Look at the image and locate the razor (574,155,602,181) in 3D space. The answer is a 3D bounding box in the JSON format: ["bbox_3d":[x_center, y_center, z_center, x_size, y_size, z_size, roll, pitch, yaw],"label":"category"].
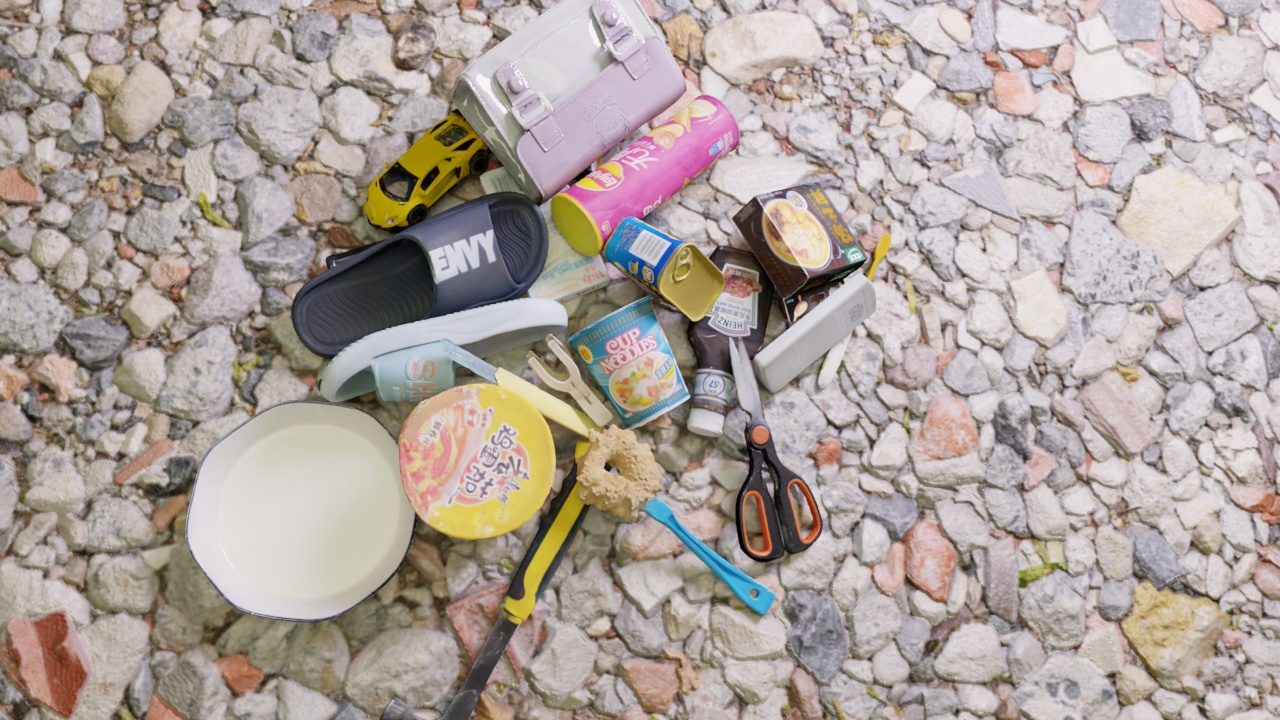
[{"bbox_3d":[-0.061,-0.270,0.986,0.067,0.062,0.167,-1,82,-39],"label":"razor"}]

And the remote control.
[{"bbox_3d":[0.181,-0.029,0.947,0.150,0.058,0.021,-39,52,-6],"label":"remote control"}]

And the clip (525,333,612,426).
[{"bbox_3d":[-0.068,0.021,0.896,0.035,0.071,0.100,-39,116,3],"label":"clip"}]

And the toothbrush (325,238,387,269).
[{"bbox_3d":[-0.211,-0.124,0.930,0.212,0.026,0.027,-17,87,-4],"label":"toothbrush"}]

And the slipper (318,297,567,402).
[{"bbox_3d":[-0.182,0.001,0.883,0.245,0.104,0.074,-17,81,-17],"label":"slipper"}]

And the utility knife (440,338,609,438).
[{"bbox_3d":[-0.101,0.032,0.869,0.210,0.022,0.030,37,32,-36],"label":"utility knife"}]

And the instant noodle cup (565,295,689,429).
[{"bbox_3d":[-0.005,0.005,0.911,0.099,0.099,0.110,-29,90,-12],"label":"instant noodle cup"}]

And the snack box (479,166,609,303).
[{"bbox_3d":[-0.101,-0.136,0.959,0.084,0.027,0.156,-22,81,-12],"label":"snack box"}]

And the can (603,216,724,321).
[{"bbox_3d":[0.023,-0.092,0.910,0.083,0.102,0.057,32,89,35],"label":"can"}]

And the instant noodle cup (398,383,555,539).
[{"bbox_3d":[-0.149,0.099,0.858,0.138,0.110,0.138,1,78,-7],"label":"instant noodle cup"}]

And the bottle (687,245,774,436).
[{"bbox_3d":[0.086,-0.019,0.949,0.080,0.044,0.194,15,77,-5],"label":"bottle"}]

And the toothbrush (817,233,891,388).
[{"bbox_3d":[0.230,-0.054,0.990,0.016,0.018,0.191,26,78,1],"label":"toothbrush"}]

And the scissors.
[{"bbox_3d":[0.133,0.085,0.926,0.141,0.022,0.235,9,83,-17],"label":"scissors"}]

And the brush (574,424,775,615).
[{"bbox_3d":[0.035,0.161,0.892,0.254,0.046,0.083,42,67,-11],"label":"brush"}]

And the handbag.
[{"bbox_3d":[-0.067,-0.269,0.912,0.196,0.098,0.145,-40,104,-13],"label":"handbag"}]

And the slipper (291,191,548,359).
[{"bbox_3d":[-0.210,-0.074,0.882,0.268,0.083,0.111,-24,101,-2],"label":"slipper"}]

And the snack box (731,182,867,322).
[{"bbox_3d":[0.171,-0.116,0.956,0.113,0.053,0.125,-21,74,-42],"label":"snack box"}]

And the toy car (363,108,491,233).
[{"bbox_3d":[-0.219,-0.193,0.939,0.155,0.041,0.071,-45,63,-12],"label":"toy car"}]

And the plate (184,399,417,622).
[{"bbox_3d":[-0.312,0.140,0.862,0.205,0.046,0.204,2,78,-8],"label":"plate"}]

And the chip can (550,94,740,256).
[{"bbox_3d":[0.008,-0.194,0.947,0.210,0.072,0.071,-40,85,-22],"label":"chip can"}]

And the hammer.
[{"bbox_3d":[-0.111,0.227,0.875,0.126,0.032,0.322,29,75,0],"label":"hammer"}]
